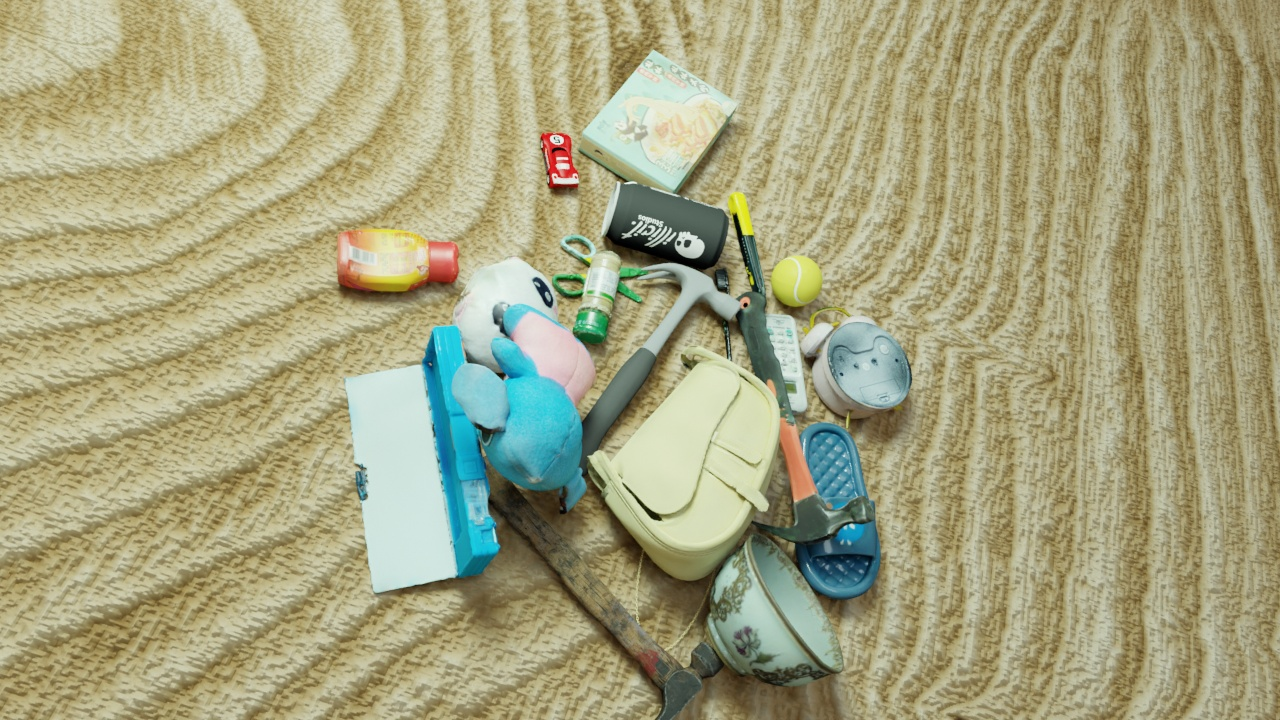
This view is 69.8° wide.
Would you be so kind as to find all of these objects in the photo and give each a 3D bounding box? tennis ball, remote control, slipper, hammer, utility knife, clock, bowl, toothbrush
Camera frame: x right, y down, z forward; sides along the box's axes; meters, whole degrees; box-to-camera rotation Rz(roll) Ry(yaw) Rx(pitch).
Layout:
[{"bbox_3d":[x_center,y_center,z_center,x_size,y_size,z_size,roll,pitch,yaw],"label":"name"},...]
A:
[{"bbox_3d":[0.200,-0.101,1.173,0.065,0.065,0.065,7,63,-14],"label":"tennis ball"},{"bbox_3d":[0.174,0.005,1.139,0.050,0.022,0.133,4,64,-16],"label":"remote control"},{"bbox_3d":[0.231,0.168,1.058,0.103,0.059,0.213,9,62,-15],"label":"slipper"},{"bbox_3d":[-0.069,0.232,0.950,0.119,0.033,0.330,-40,80,-21],"label":"hammer"},{"bbox_3d":[0.142,-0.143,1.197,0.020,0.029,0.173,-5,66,-15],"label":"utility knife"},{"bbox_3d":[-0.006,0.006,1.075,0.125,0.030,0.310,34,64,4],"label":"hammer"},{"bbox_3d":[0.264,0.000,1.145,0.116,0.059,0.158,-14,70,-27],"label":"clock"},{"bbox_3d":[0.124,0.270,0.944,0.094,0.159,0.160,-36,76,13],"label":"bowl"},{"bbox_3d":[0.106,-0.034,1.144,0.017,0.014,0.187,0,65,-3],"label":"toothbrush"},{"bbox_3d":[0.163,0.056,1.075,0.033,0.133,0.332,29,41,-47],"label":"hammer"}]

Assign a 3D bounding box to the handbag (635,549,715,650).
[{"bbox_3d":[0.039,0.225,0.994,0.084,0.027,0.177,22,65,-4],"label":"handbag"}]

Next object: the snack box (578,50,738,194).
[{"bbox_3d":[0.026,-0.316,1.237,0.141,0.044,0.193,33,61,2],"label":"snack box"}]

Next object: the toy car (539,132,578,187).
[{"bbox_3d":[-0.104,-0.258,1.181,0.038,0.025,0.089,-4,66,-18],"label":"toy car"}]

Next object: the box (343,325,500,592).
[{"bbox_3d":[-0.226,0.099,0.929,0.113,0.114,0.243,-4,66,-24],"label":"box"}]

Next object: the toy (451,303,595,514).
[{"bbox_3d":[-0.097,0.050,0.929,0.099,0.224,0.191,-13,45,25],"label":"toy"}]

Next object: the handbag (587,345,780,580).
[{"bbox_3d":[0.063,0.102,0.991,0.191,0.089,0.232,35,64,15],"label":"handbag"}]

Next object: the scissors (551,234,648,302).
[{"bbox_3d":[-0.049,-0.116,1.137,0.130,0.012,0.112,-5,70,-19],"label":"scissors"}]

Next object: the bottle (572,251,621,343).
[{"bbox_3d":[-0.051,-0.076,1.092,0.042,0.043,0.109,15,70,-9],"label":"bottle"}]

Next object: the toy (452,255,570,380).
[{"bbox_3d":[-0.134,-0.024,1.026,0.179,0.102,0.138,53,48,-10],"label":"toy"}]

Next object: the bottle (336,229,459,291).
[{"bbox_3d":[-0.275,-0.114,1.046,0.134,0.049,0.071,0,65,-17],"label":"bottle"}]

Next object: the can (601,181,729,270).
[{"bbox_3d":[0.031,-0.169,1.146,0.146,0.080,0.080,15,62,-9],"label":"can"}]
